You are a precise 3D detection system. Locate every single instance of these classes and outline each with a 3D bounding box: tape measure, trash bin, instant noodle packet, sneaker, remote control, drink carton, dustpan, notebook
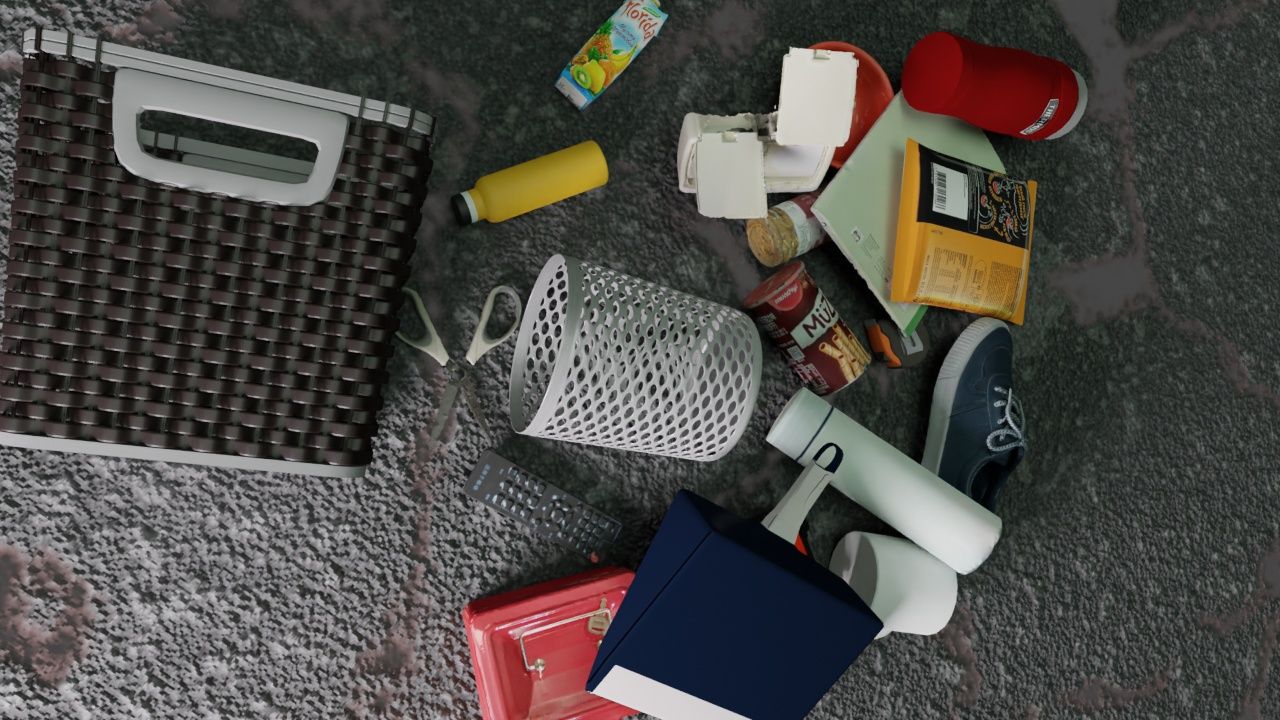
[{"bbox_3d":[0.273,-0.021,0.962,0.058,0.038,0.059,-14,91,-18],"label":"tape measure"},{"bbox_3d":[-0.005,0.005,0.811,0.183,0.157,0.156,13,83,-20],"label":"trash bin"},{"bbox_3d":[0.343,-0.128,0.961,0.220,0.032,0.160,6,90,-34],"label":"instant noodle packet"},{"bbox_3d":[0.356,0.068,0.949,0.089,0.087,0.235,21,82,-41],"label":"sneaker"},{"bbox_3d":[-0.090,0.135,0.845,0.150,0.022,0.047,32,77,-16],"label":"remote control"},{"bbox_3d":[-0.027,-0.299,0.879,0.044,0.039,0.128,42,76,-12],"label":"drink carton"},{"bbox_3d":[0.106,0.198,0.814,0.236,0.080,0.273,33,100,-32],"label":"dustpan"},{"bbox_3d":[0.290,-0.175,0.953,0.182,0.010,0.252,47,66,-23],"label":"notebook"}]

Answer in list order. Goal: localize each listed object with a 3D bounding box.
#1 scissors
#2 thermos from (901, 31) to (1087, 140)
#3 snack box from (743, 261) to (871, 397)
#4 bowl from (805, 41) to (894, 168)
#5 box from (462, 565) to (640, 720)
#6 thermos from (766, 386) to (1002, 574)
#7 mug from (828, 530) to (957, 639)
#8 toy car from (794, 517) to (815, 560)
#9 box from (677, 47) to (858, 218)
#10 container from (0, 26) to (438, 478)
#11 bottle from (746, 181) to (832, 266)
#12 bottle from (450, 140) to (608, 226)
[{"bbox_3d":[-0.165,-0.006,0.832,0.157,0.013,0.171,-45,101,-14],"label":"scissors"},{"bbox_3d":[0.364,-0.291,0.954,0.198,0.084,0.108,1,55,-31],"label":"thermos"},{"bbox_3d":[0.166,-0.030,0.910,0.072,0.072,0.121,-41,100,-16],"label":"snack box"},{"bbox_3d":[0.196,-0.257,0.946,0.130,0.045,0.130,1,86,-18],"label":"bowl"},{"bbox_3d":[-0.069,0.260,0.814,0.157,0.087,0.129,-11,91,-15],"label":"box"},{"bbox_3d":[0.233,0.115,0.890,0.230,0.068,0.067,34,77,7],"label":"thermos"},{"bbox_3d":[0.244,0.234,0.919,0.090,0.091,0.121,12,116,-17],"label":"mug"},{"bbox_3d":[0.145,0.197,0.902,0.051,0.049,0.100,-22,94,-18],"label":"toy car"},{"bbox_3d":[0.112,-0.178,0.818,0.143,0.188,0.105,-2,69,-2],"label":"box"},{"bbox_3d":[-0.298,-0.057,0.672,0.247,0.246,0.243,8,88,-18],"label":"container"},{"bbox_3d":[0.165,-0.138,0.923,0.105,0.056,0.056,-25,95,-19],"label":"bottle"},{"bbox_3d":[-0.103,-0.160,0.844,0.143,0.043,0.043,-23,94,-18],"label":"bottle"}]
